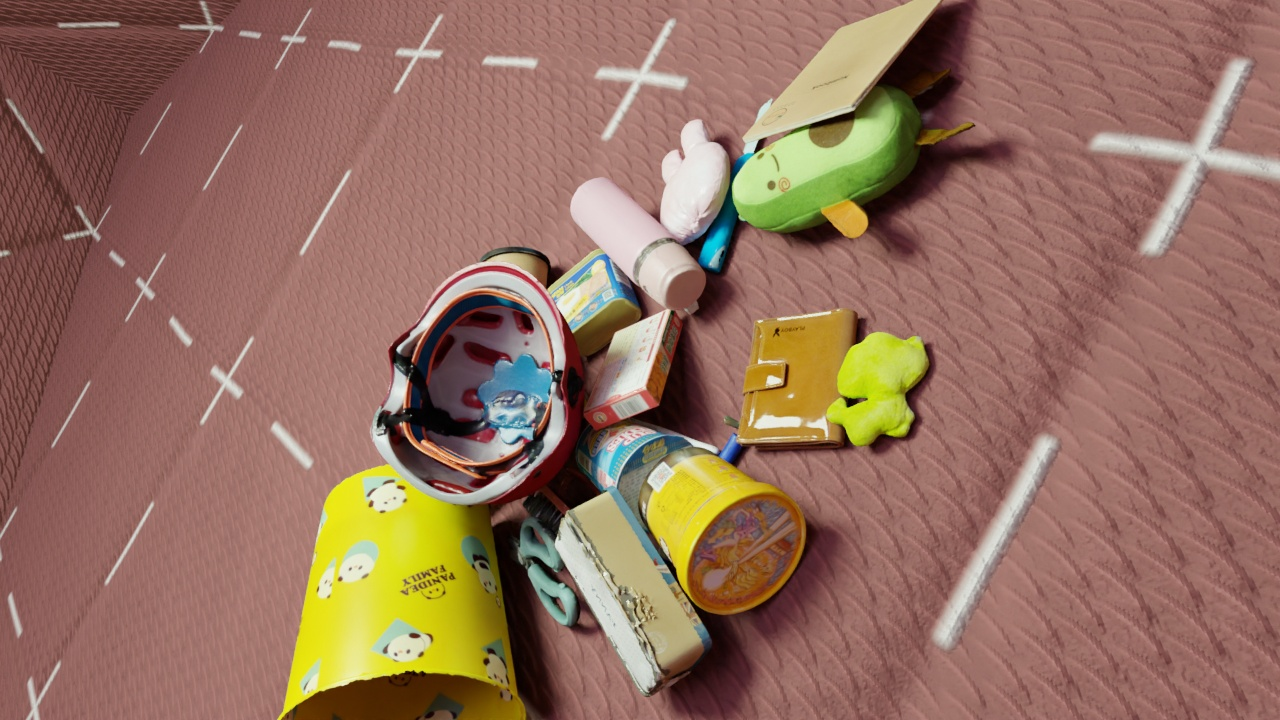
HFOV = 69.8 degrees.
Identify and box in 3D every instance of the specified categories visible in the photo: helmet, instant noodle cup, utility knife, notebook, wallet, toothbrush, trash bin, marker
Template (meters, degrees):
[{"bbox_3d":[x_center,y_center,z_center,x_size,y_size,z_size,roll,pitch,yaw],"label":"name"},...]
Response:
[{"bbox_3d":[-0.145,0.033,0.939,0.207,0.144,0.239,10,78,21],"label":"helmet"},{"bbox_3d":[0.063,0.140,0.804,0.118,0.118,0.114,-55,36,3],"label":"instant noodle cup"},{"bbox_3d":[0.108,-0.196,1.017,0.034,0.018,0.217,0,67,57],"label":"utility knife"},{"bbox_3d":[0.206,-0.295,0.917,0.207,0.008,0.148,-50,26,-25],"label":"notebook"},{"bbox_3d":[-0.010,0.104,0.909,0.110,0.099,0.099,26,86,54],"label":"instant noodle cup"},{"bbox_3d":[0.142,0.019,0.859,0.119,0.035,0.130,-4,65,34],"label":"wallet"},{"bbox_3d":[0.015,0.075,0.954,0.180,0.016,0.016,15,85,47],"label":"toothbrush"},{"bbox_3d":[-0.241,0.260,0.946,0.230,0.229,0.254,-36,42,23],"label":"trash bin"},{"bbox_3d":[0.057,0.134,0.880,0.017,0.017,0.146,34,92,47],"label":"marker"}]

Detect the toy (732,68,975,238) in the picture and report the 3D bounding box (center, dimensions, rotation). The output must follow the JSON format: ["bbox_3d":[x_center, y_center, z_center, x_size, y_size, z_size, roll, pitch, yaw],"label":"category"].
[{"bbox_3d":[0.193,-0.199,0.890,0.247,0.090,0.226,-28,41,24],"label":"toy"}]

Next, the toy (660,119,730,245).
[{"bbox_3d":[0.058,-0.202,1.031,0.122,0.054,0.159,-51,32,40],"label":"toy"}]

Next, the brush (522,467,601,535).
[{"bbox_3d":[-0.054,0.166,0.933,0.069,0.063,0.146,-48,43,-5],"label":"brush"}]

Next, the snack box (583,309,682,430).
[{"bbox_3d":[-0.006,0.006,0.950,0.077,0.027,0.155,-24,25,26],"label":"snack box"}]

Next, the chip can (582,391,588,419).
[{"bbox_3d":[-0.158,0.101,1.057,0.222,0.072,0.072,-41,46,18],"label":"chip can"}]

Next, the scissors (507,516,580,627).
[{"bbox_3d":[-0.112,0.198,0.954,0.180,0.019,0.144,24,128,58],"label":"scissors"}]

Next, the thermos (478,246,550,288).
[{"bbox_3d":[-0.156,-0.073,1.149,0.093,0.093,0.143,-21,63,33],"label":"thermos"}]

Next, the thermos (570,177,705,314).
[{"bbox_3d":[0.000,-0.124,1.015,0.067,0.087,0.198,-40,51,-3],"label":"thermos"}]

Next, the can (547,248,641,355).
[{"bbox_3d":[-0.054,-0.066,1.067,0.102,0.057,0.083,-36,49,22],"label":"can"}]

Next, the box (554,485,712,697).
[{"bbox_3d":[-0.014,0.198,0.813,0.184,0.060,0.090,58,155,22],"label":"box"}]

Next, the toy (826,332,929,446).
[{"bbox_3d":[0.204,0.021,0.792,0.097,0.031,0.100,-17,64,14],"label":"toy"}]
